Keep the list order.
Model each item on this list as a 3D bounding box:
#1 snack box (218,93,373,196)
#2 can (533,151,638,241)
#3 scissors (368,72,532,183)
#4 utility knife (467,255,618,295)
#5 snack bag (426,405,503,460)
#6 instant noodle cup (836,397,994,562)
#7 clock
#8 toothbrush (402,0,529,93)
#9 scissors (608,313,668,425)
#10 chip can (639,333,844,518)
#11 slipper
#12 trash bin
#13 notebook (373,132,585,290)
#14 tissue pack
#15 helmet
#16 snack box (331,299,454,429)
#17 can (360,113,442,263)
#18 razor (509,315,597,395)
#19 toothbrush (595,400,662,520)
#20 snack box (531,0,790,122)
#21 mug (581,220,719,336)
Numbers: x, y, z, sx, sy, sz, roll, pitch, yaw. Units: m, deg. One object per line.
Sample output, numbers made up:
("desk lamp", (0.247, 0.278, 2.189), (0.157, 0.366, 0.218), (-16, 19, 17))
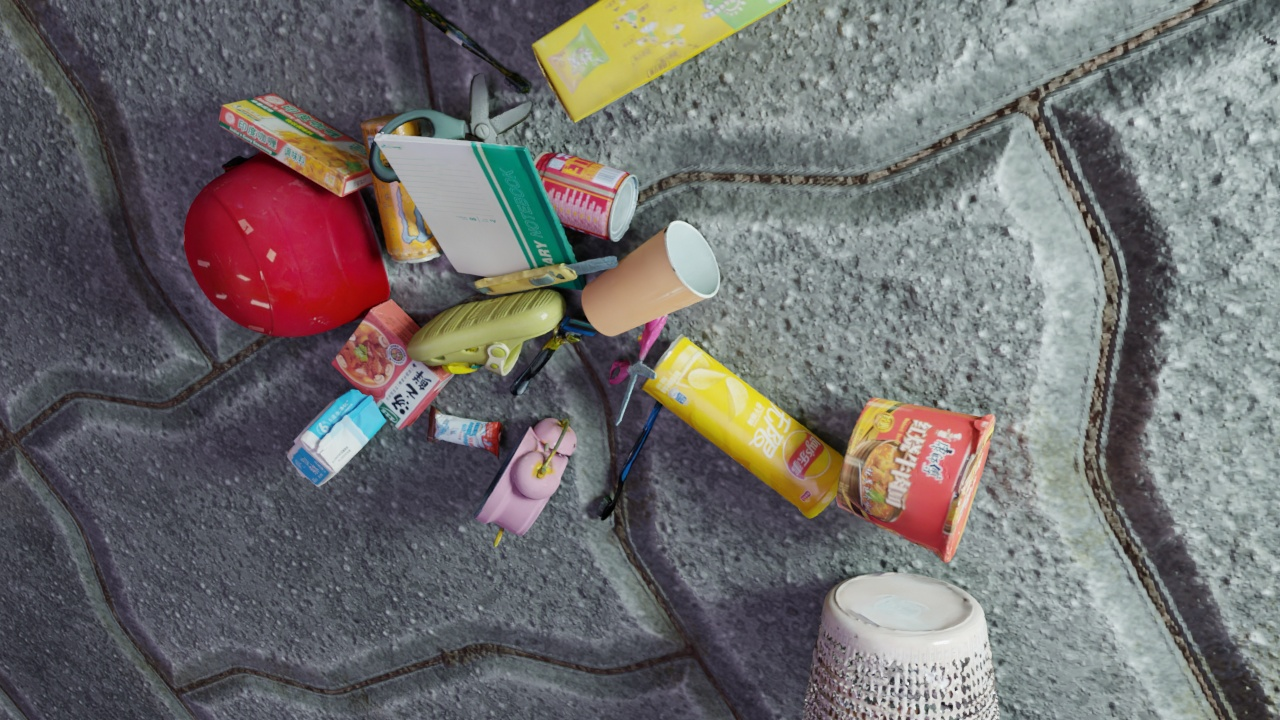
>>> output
("snack box", (-0.349, -0.226, 0.956), (0.156, 0.076, 0.027), (30, 122, 7))
("can", (-0.057, -0.157, 0.871), (0.094, 0.066, 0.067), (19, 120, 13))
("scissors", (-0.183, -0.193, 0.902), (0.179, 0.019, 0.170), (-4, 116, -3))
("utility knife", (-0.099, -0.087, 0.925), (0.214, 0.022, 0.031), (-11, 148, 38))
("snack bag", (-0.205, 0.084, 1.072), (0.104, 0.026, 0.048), (13, 106, 17))
("instant noodle cup", (0.247, 0.100, 0.833), (0.109, 0.137, 0.138), (17, 119, 25))
("clock", (-0.121, 0.124, 1.005), (0.060, 0.117, 0.159), (31, 125, -6))
("toothbrush", (-0.182, -0.313, 0.878), (0.186, 0.017, 0.012), (38, 125, 2))
("scissors", (-0.006, 0.006, 0.912), (0.017, 0.133, 0.135), (27, 157, -20))
("chip can", (0.104, 0.063, 0.905), (0.213, 0.071, 0.072), (38, 122, 3))
("slipper", (-0.158, -0.019, 0.968), (0.191, 0.091, 0.081), (-13, 111, 24))
("trash bin", (0.254, 0.324, 0.898), (0.228, 0.227, 0.192), (2, 102, 22))
("notebook", (-0.146, -0.138, 0.880), (0.150, 0.012, 0.209), (9, 153, 18))
("tissue pack", (-0.360, 0.089, 1.078), (0.063, 0.089, 0.140), (45, 149, -10))
("helmet", (-0.410, -0.115, 0.999), (0.240, 0.143, 0.207), (-1, 115, 24))
("snack box", (-0.289, 0.013, 1.063), (0.113, 0.044, 0.127), (44, 123, -2))
("can", (-0.244, -0.177, 0.946), (0.058, 0.058, 0.146), (3, 115, 22))
("razor", (-0.101, -0.006, 0.989), (0.042, 0.022, 0.143), (15, 136, -36))
("toothbrush", (-0.012, 0.108, 1.010), (0.016, 0.014, 0.190), (43, 125, 28))
("snack box", (0.038, -0.278, 0.719), (0.211, 0.157, 0.070), (-22, 108, 29))
("mug", (0.005, -0.073, 0.883), (0.123, 0.078, 0.078), (-25, 102, 35))
